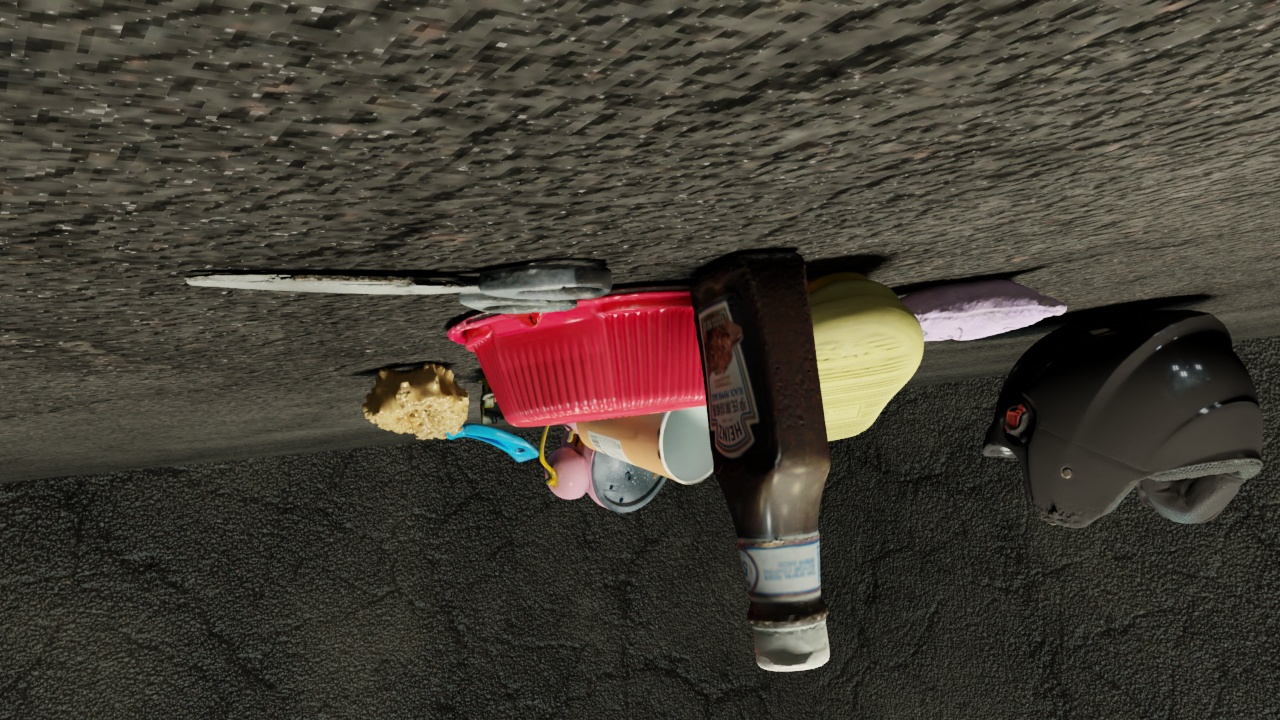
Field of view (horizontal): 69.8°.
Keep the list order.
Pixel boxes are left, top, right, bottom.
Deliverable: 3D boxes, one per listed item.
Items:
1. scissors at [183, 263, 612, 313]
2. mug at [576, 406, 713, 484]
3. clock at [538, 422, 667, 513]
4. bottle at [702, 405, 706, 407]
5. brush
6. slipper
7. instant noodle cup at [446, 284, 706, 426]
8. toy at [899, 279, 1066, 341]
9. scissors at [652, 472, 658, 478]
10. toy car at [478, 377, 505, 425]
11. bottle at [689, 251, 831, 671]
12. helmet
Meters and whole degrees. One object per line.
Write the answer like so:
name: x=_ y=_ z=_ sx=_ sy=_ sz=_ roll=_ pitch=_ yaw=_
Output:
scissors: x=-0.090 y=-0.034 z=0.385 sx=0.137 sy=0.014 sz=0.174 roll=-8 pitch=172 yaw=23
mug: x=0.004 y=0.058 z=0.794 sx=0.078 sy=0.078 sz=0.123 roll=-2 pitch=-175 yaw=-42
clock: x=-0.037 y=0.084 z=0.902 sx=0.060 sy=0.117 sz=0.158 roll=16 pitch=-179 yaw=42
bottle: x=0.049 y=0.004 z=0.674 sx=0.108 sy=0.063 sz=0.063 roll=-6 pitch=175 yaw=-7
brush: x=-0.154 y=0.057 z=0.811 sx=0.083 sy=0.045 sz=0.254 roll=-18 pitch=158 yaw=13
slipper: x=0.107 y=-0.004 z=0.554 sx=0.091 sy=0.081 sz=0.191 roll=-10 pitch=157 yaw=1
instant noodle cup: x=-0.018 y=0.002 z=0.564 sx=0.194 sy=0.066 sz=0.194 roll=-8 pitch=175 yaw=-1
toy: x=0.215 y=-0.033 z=0.618 sx=0.108 sy=0.039 sz=0.084 roll=-8 pitch=-176 yaw=1
scissors: x=0.066 y=0.047 z=0.841 sx=0.162 sy=0.012 sz=0.173 roll=-28 pitch=-143 yaw=-10
toy car: x=-0.117 y=0.032 z=0.872 sx=0.071 sy=0.041 sz=0.156 roll=-5 pitch=168 yaw=-11
bottle: x=0.062 y=0.049 z=0.448 sx=0.044 sy=0.195 sz=0.080 roll=-5 pitch=175 yaw=-19
helmet: x=0.504 y=0.060 z=0.975 sx=0.233 sy=0.230 sz=0.275 roll=7 pitch=178 yaw=-31
